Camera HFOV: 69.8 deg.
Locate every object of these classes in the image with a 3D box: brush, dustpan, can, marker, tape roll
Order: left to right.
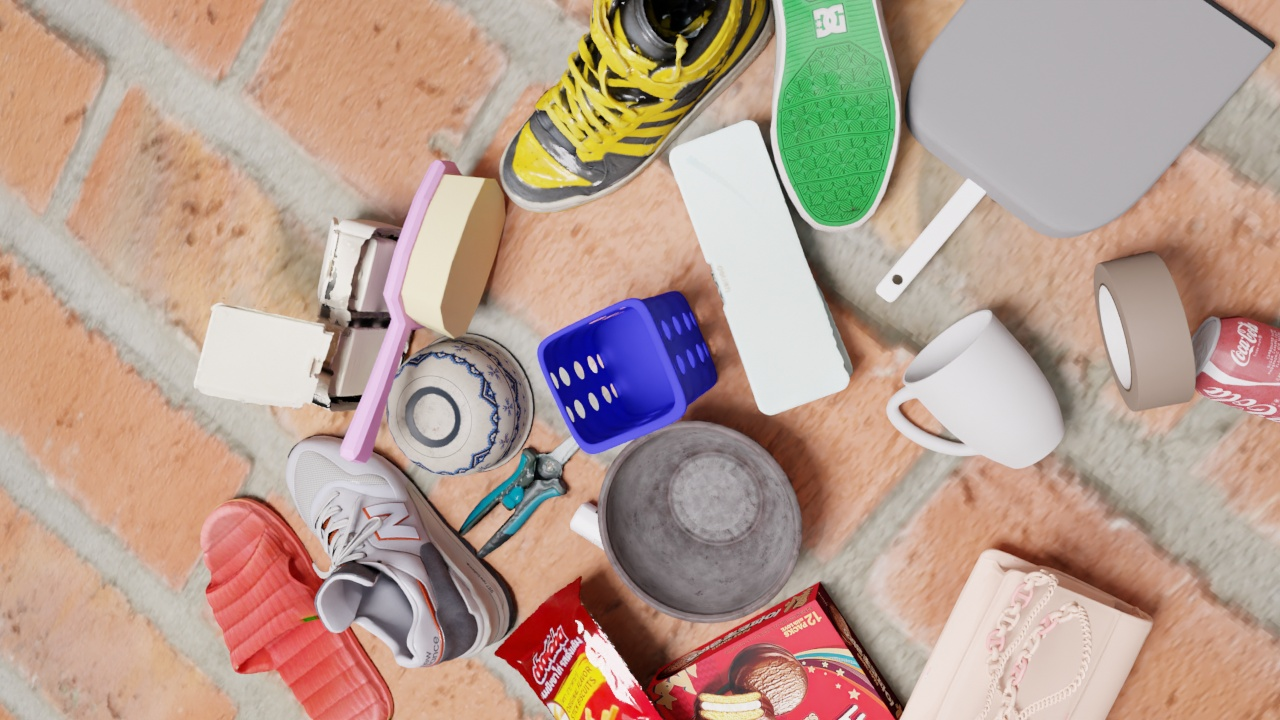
[{"bbox_3d":[-0.156,-0.032,0.664,0.043,0.089,0.228,15,79,8],"label":"brush"},{"bbox_3d":[0.003,0.152,0.709,0.126,0.025,0.025,31,105,10],"label":"marker"},{"bbox_3d":[0.243,-0.142,0.594,0.163,0.033,0.258,40,98,8],"label":"dustpan"},{"bbox_3d":[0.304,-0.017,0.558,0.030,0.093,0.093,-13,94,18],"label":"tape roll"},{"bbox_3d":[0.389,0.010,0.557,0.096,0.054,0.054,22,103,13],"label":"can"}]

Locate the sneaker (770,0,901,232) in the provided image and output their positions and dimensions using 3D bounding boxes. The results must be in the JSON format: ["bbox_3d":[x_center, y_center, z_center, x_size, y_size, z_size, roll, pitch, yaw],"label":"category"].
[{"bbox_3d":[0.127,-0.205,0.603,0.084,0.078,0.235,-2,114,20],"label":"sneaker"}]

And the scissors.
[{"bbox_3d":[-0.097,0.099,0.735,0.135,0.019,0.130,3,98,14],"label":"scissors"}]

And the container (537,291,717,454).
[{"bbox_3d":[-0.004,0.004,0.642,0.085,0.113,0.085,-23,91,18],"label":"container"}]

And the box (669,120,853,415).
[{"bbox_3d":[0.084,-0.064,0.639,0.086,0.072,0.199,-22,90,37],"label":"box"}]

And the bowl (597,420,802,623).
[{"bbox_3d":[0.048,0.109,0.667,0.145,0.067,0.145,2,99,16],"label":"bowl"}]

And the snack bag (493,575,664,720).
[{"bbox_3d":[-0.021,0.278,0.706,0.208,0.066,0.139,53,135,17],"label":"snack bag"}]

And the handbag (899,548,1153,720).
[{"bbox_3d":[0.251,0.235,0.561,0.116,0.187,0.199,23,98,1],"label":"handbag"}]

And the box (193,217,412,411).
[{"bbox_3d":[-0.238,-0.039,0.670,0.081,0.181,0.143,17,96,14],"label":"box"}]

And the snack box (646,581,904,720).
[{"bbox_3d":[0.106,0.263,0.689,0.152,0.035,0.132,-34,88,18],"label":"snack box"}]

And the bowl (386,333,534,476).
[{"bbox_3d":[-0.148,0.039,0.720,0.116,0.059,0.115,2,99,16],"label":"bowl"}]

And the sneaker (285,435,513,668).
[{"bbox_3d":[-0.214,0.154,0.722,0.240,0.124,0.089,38,106,8],"label":"sneaker"}]

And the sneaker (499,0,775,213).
[{"bbox_3d":[-0.018,-0.184,0.615,0.239,0.122,0.086,-39,85,17],"label":"sneaker"}]

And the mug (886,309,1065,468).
[{"bbox_3d":[0.219,0.032,0.612,0.089,0.071,0.107,47,135,-3],"label":"mug"}]

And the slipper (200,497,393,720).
[{"bbox_3d":[-0.313,0.237,0.800,0.104,0.059,0.249,-34,89,18],"label":"slipper"}]
